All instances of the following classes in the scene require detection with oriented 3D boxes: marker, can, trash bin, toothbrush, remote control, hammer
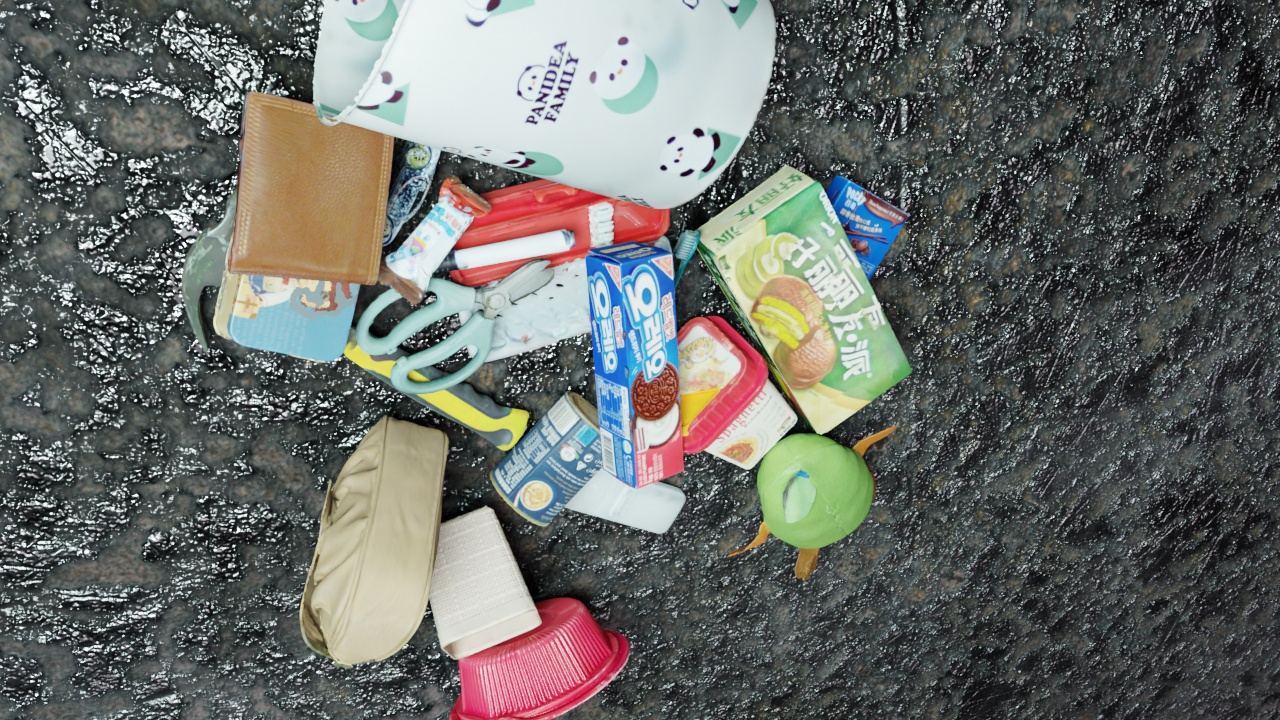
[{"bbox_3d":[-0.117,-0.089,0.743,0.130,0.018,0.023,-13,121,-12],"label":"marker"},{"bbox_3d":[-0.078,0.091,0.870,0.111,0.075,0.075,-47,123,7],"label":"can"},{"bbox_3d":[-0.060,-0.228,0.626,0.251,0.229,0.230,15,111,-33],"label":"trash bin"},{"bbox_3d":[0.012,-0.041,0.847,0.018,0.016,0.192,9,127,-23],"label":"toothbrush"},{"bbox_3d":[-0.017,0.142,0.954,0.136,0.020,0.056,21,109,-30],"label":"remote control"},{"bbox_3d":[-0.232,-0.006,0.784,0.323,0.032,0.126,35,100,-33],"label":"hammer"}]

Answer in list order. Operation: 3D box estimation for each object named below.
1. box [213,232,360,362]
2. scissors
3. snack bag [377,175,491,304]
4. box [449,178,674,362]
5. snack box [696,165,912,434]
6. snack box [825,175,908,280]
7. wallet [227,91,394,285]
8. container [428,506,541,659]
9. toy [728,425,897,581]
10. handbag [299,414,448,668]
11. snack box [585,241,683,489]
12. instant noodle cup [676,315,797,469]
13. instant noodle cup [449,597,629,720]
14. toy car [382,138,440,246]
[{"bbox_3d":[-0.250,-0.094,0.679,0.089,0.060,0.184,10,95,-39],"label":"box"},{"bbox_3d":[-0.141,-0.029,0.770,0.180,0.019,0.139,-23,131,-7],"label":"scissors"},{"bbox_3d":[-0.161,-0.094,0.713,0.045,0.026,0.105,36,76,-7],"label":"snack bag"},{"bbox_3d":[-0.067,-0.087,0.804,0.200,0.038,0.158,-16,131,-14],"label":"box"},{"bbox_3d":[0.154,-0.051,0.859,0.114,0.063,0.240,-35,121,0],"label":"snack box"},{"bbox_3d":[0.188,-0.094,0.903,0.084,0.026,0.157,21,108,-29],"label":"snack box"},{"bbox_3d":[-0.229,-0.116,0.637,0.101,0.032,0.124,4,96,-35],"label":"wallet"},{"bbox_3d":[-0.156,0.208,0.870,0.090,0.111,0.090,-20,157,-10],"label":"container"},{"bbox_3d":[0.188,0.144,0.980,0.227,0.090,0.247,-42,146,-2],"label":"toy"},{"bbox_3d":[-0.224,0.148,0.771,0.099,0.204,0.148,19,126,-20],"label":"handbag"},{"bbox_3d":[-0.005,0.005,0.796,0.058,0.057,0.208,-17,113,-32],"label":"snack box"},{"bbox_3d":[0.080,0.038,0.889,0.116,0.116,0.124,-48,134,7],"label":"instant noodle cup"},{"bbox_3d":[-0.110,0.297,0.924,0.193,0.194,0.066,-20,96,-10],"label":"instant noodle cup"},{"bbox_3d":[-0.187,-0.133,0.722,0.031,0.049,0.106,26,106,-29],"label":"toy car"}]
